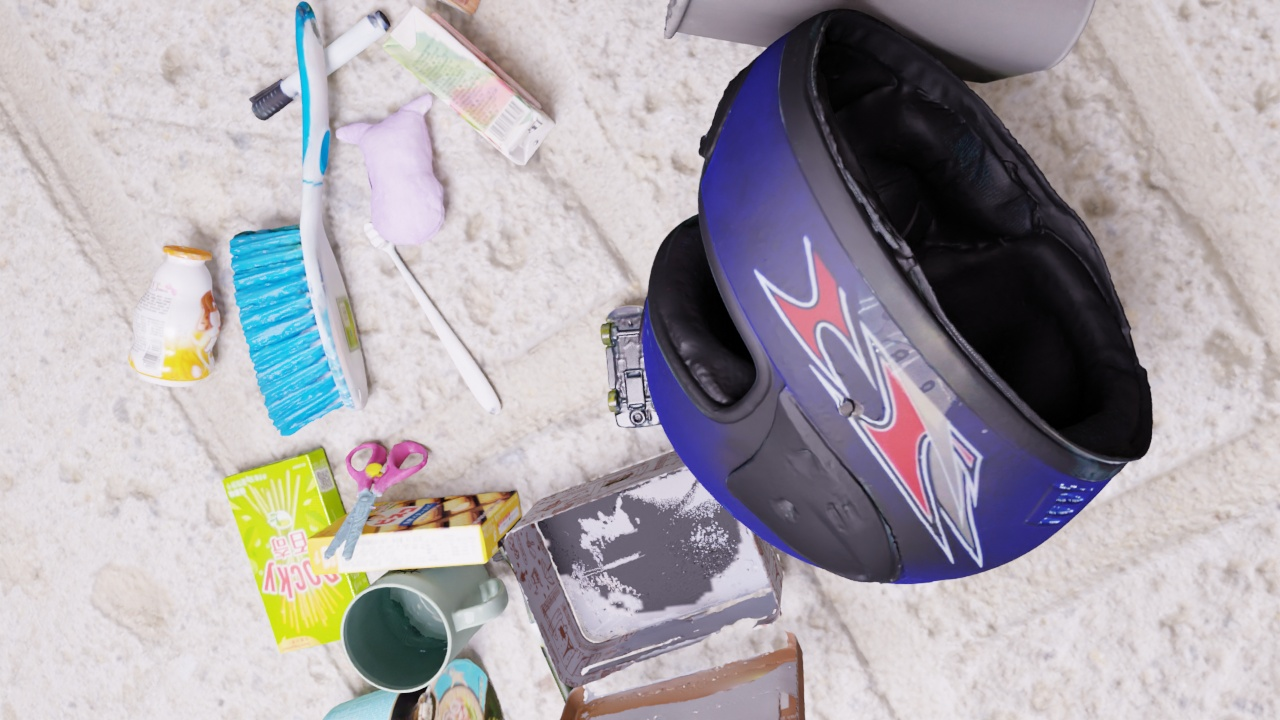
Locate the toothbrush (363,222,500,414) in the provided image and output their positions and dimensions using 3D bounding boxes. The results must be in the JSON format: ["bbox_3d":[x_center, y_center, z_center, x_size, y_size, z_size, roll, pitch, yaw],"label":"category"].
[{"bbox_3d":[-0.162,-0.033,0.716,0.016,0.016,0.180,-33,90,15],"label":"toothbrush"}]

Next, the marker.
[{"bbox_3d":[-0.248,-0.227,0.706,0.131,0.018,0.022,-31,119,14],"label":"marker"}]

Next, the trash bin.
[{"bbox_3d":[0.140,-0.269,0.536,0.219,0.198,0.199,13,101,-5],"label":"trash bin"}]

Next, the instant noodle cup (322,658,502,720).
[{"bbox_3d":[-0.188,0.301,0.725,0.121,0.111,0.111,-16,94,20],"label":"instant noodle cup"}]

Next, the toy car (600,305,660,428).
[{"bbox_3d":[-0.004,0.004,0.680,0.042,0.035,0.090,-5,96,10],"label":"toy car"}]

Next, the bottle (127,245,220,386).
[{"bbox_3d":[-0.369,-0.036,0.732,0.063,0.063,0.108,15,100,9],"label":"bottle"}]

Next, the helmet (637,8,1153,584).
[{"bbox_3d":[0.118,-0.013,0.542,0.315,0.246,0.241,45,135,-14],"label":"helmet"}]

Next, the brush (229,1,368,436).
[{"bbox_3d":[-0.264,-0.103,0.704,0.109,0.060,0.314,-11,98,6],"label":"brush"}]

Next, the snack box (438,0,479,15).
[{"bbox_3d":[-0.152,-0.314,0.646,0.093,0.077,0.094,27,101,7],"label":"snack box"}]

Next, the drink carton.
[{"bbox_3d":[-0.123,-0.201,0.668,0.122,0.053,0.045,42,98,3],"label":"drink carton"}]

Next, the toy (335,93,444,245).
[{"bbox_3d":[-0.184,-0.138,0.695,0.084,0.039,0.108,-14,91,15],"label":"toy"}]

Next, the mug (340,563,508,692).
[{"bbox_3d":[-0.151,0.187,0.696,0.112,0.106,0.082,-14,94,13],"label":"mug"}]

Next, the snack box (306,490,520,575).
[{"bbox_3d":[-0.170,0.131,0.703,0.140,0.086,0.034,-8,97,12],"label":"snack box"}]

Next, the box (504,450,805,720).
[{"bbox_3d":[0.000,0.167,0.626,0.181,0.217,0.158,-20,105,15],"label":"box"}]

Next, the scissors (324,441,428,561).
[{"bbox_3d":[-0.197,0.104,0.689,0.072,0.137,0.017,-3,122,-1],"label":"scissors"}]

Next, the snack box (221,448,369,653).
[{"bbox_3d":[-0.280,0.158,0.759,0.086,0.026,0.156,-15,95,13],"label":"snack box"}]

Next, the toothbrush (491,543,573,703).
[{"bbox_3d":[-0.080,0.224,0.736,0.017,0.012,0.186,-23,93,19],"label":"toothbrush"}]
